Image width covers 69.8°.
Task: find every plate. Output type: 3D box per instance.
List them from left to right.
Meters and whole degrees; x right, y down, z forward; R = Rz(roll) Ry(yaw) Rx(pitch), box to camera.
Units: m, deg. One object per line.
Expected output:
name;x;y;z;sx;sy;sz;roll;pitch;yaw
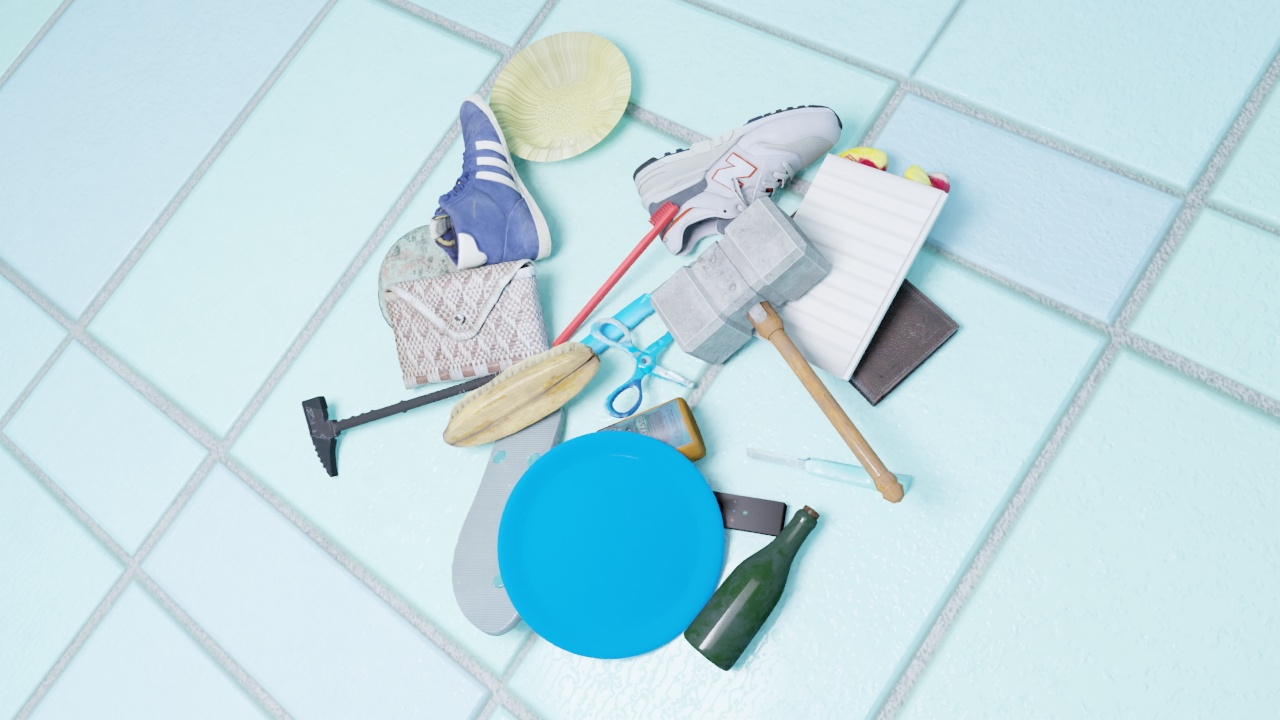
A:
plate;-0.096;-0.320;1.140;0.184;0.036;0.184;-5;70;15
plate;-0.029;0.181;0.911;0.224;0.024;0.224;0;90;-7

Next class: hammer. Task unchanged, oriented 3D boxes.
hammer;-0.229;0.047;1.038;0.325;0.015;0.095;-17;88;12
hammer;0.157;0.008;0.895;0.163;0.082;0.317;-42;61;17

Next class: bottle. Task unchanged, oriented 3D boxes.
bottle;-0.015;0.097;0.953;0.157;0.068;0.067;-23;66;7
bottle;0.114;0.212;0.883;0.055;0.055;0.174;36;82;24

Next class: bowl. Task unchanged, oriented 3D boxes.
bowl;-0.255;-0.103;1.108;0.158;0.038;0.157;-5;70;14

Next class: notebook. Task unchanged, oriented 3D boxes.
notebook;0.204;-0.100;0.948;0.143;0.009;0.210;30;93;36

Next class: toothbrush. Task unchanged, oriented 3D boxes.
toothbrush;-0.033;-0.094;1.024;0.213;0.012;0.018;-48;65;15

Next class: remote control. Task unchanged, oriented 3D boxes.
remote control;0.073;0.151;0.938;0.150;0.013;0.034;7;73;18

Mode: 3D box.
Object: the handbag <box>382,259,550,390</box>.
handbag;-0.199;-0.040;1.042;0.186;0.047;0.124;-9;100;13

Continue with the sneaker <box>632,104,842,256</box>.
sneaker;0.113;-0.185;1.013;0.240;0.088;0.124;-14;72;20

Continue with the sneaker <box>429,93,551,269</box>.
sneaker;-0.208;-0.203;1.081;0.118;0.092;0.233;-20;73;-24

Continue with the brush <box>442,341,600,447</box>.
brush;-0.131;0.037;0.991;0.195;0.059;0.043;-29;36;12

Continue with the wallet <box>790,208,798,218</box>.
wallet;0.184;-0.101;0.995;0.091;0.018;0.115;-42;67;-2

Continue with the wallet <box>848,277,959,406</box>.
wallet;0.249;-0.027;0.943;0.120;0.031;0.099;-41;69;-2

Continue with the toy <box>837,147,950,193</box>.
toy;0.253;-0.177;0.978;0.137;0.067;0.105;19;77;28

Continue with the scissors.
scissors;-0.006;0.006;0.992;0.134;0.011;0.139;27;61;11

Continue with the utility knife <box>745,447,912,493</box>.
utility knife;0.185;0.108;0.919;0.166;0.015;0.022;11;74;17

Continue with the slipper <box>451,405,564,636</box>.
slipper;-0.136;0.162;0.982;0.098;0.055;0.268;-2;59;18

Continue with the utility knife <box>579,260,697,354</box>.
utility knife;-0.014;-0.045;1.032;0.221;0.015;0.031;-37;70;4
